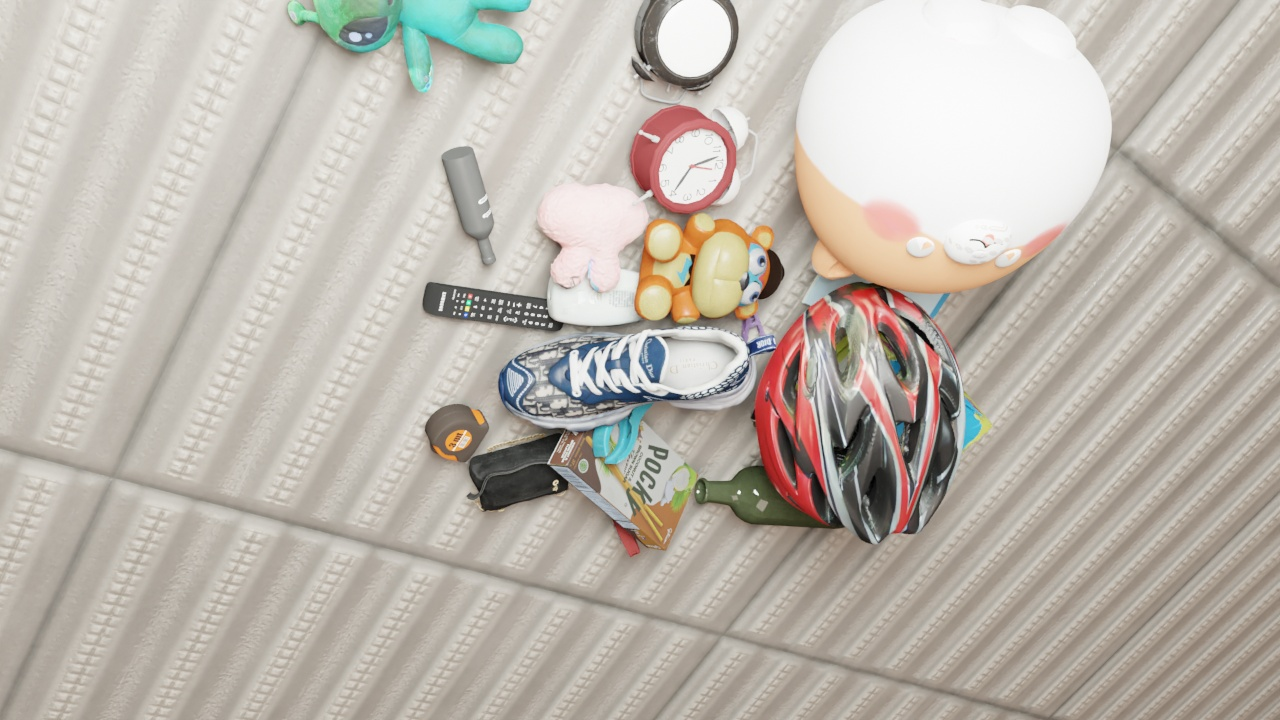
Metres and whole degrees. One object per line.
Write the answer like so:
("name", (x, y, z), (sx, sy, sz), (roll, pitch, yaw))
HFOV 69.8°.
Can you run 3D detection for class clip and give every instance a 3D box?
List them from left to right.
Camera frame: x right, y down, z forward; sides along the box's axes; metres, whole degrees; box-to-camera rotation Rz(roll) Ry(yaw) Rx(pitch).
("clip", (-0.023, 0.049, 0.978), (0.103, 0.027, 0.120), (33, 67, -32))
("clip", (0.120, -0.039, 1.020), (0.045, 0.014, 0.051), (-39, 128, 11))

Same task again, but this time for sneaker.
("sneaker", (-0.005, 0.005, 0.902), (0.269, 0.132, 0.103), (-5, 78, -7))

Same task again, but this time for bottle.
("bottle", (-0.154, -0.139, 0.848), (0.030, 0.030, 0.113), (-17, 125, -8))
("bottle", (0.165, 0.167, 1.130), (0.206, 0.071, 0.072), (7, 118, -23))

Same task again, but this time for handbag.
("handbag", (-0.130, 0.130, 1.016), (0.128, 0.054, 0.079), (-14, 129, -13))

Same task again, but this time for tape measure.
("tape measure", (-0.197, 0.074, 0.968), (0.058, 0.038, 0.058), (16, 116, -42))
("tape measure", (-0.020, 0.206, 1.107), (0.019, 0.059, 0.051), (-25, 96, -3))

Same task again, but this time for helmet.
("helmet", (0.233, 0.056, 0.945), (0.217, 0.167, 0.272), (-13, 113, -15))

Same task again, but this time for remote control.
("remote control", (-0.142, -0.054, 0.916), (0.146, 0.015, 0.033), (7, 119, -23))
("remote control", (-0.038, -0.065, 0.928), (0.114, 0.028, 0.060), (-3, 103, -25))

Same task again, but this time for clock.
("clock", (0.040, -0.285, 0.814), (0.091, 0.043, 0.123), (6, 119, -23))
("clock", (0.051, -0.191, 0.870), (0.137, 0.048, 0.096), (-9, 124, -24))

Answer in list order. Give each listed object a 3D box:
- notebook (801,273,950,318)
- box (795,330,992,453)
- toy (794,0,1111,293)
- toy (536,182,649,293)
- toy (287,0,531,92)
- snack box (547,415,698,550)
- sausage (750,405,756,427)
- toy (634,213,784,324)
("notebook", (0.311, -0.146, 1.018), (0.181, 0.009, 0.254), (16, 114, -27))
("box", (0.308, 0.056, 1.104), (0.220, 0.080, 0.125), (26, 115, -34))
("toy", (0.267, -0.182, 0.827), (0.262, 0.265, 0.281), (5, 132, -10))
("toy", (-0.048, -0.117, 0.877), (0.108, 0.053, 0.105), (3, 103, -25))
("toy", (-0.185, -0.285, 0.726), (0.193, 0.072, 0.131), (7, 117, -13))
("snack box", (-0.014, 0.123, 1.027), (0.186, 0.032, 0.100), (46, 58, -35))
("sausage", (0.163, 0.012, 1.062), (0.020, 0.020, 0.156), (11, 117, -25))
("toy", (0.069, -0.092, 0.920), (0.175, 0.096, 0.112), (-9, 115, -42))
